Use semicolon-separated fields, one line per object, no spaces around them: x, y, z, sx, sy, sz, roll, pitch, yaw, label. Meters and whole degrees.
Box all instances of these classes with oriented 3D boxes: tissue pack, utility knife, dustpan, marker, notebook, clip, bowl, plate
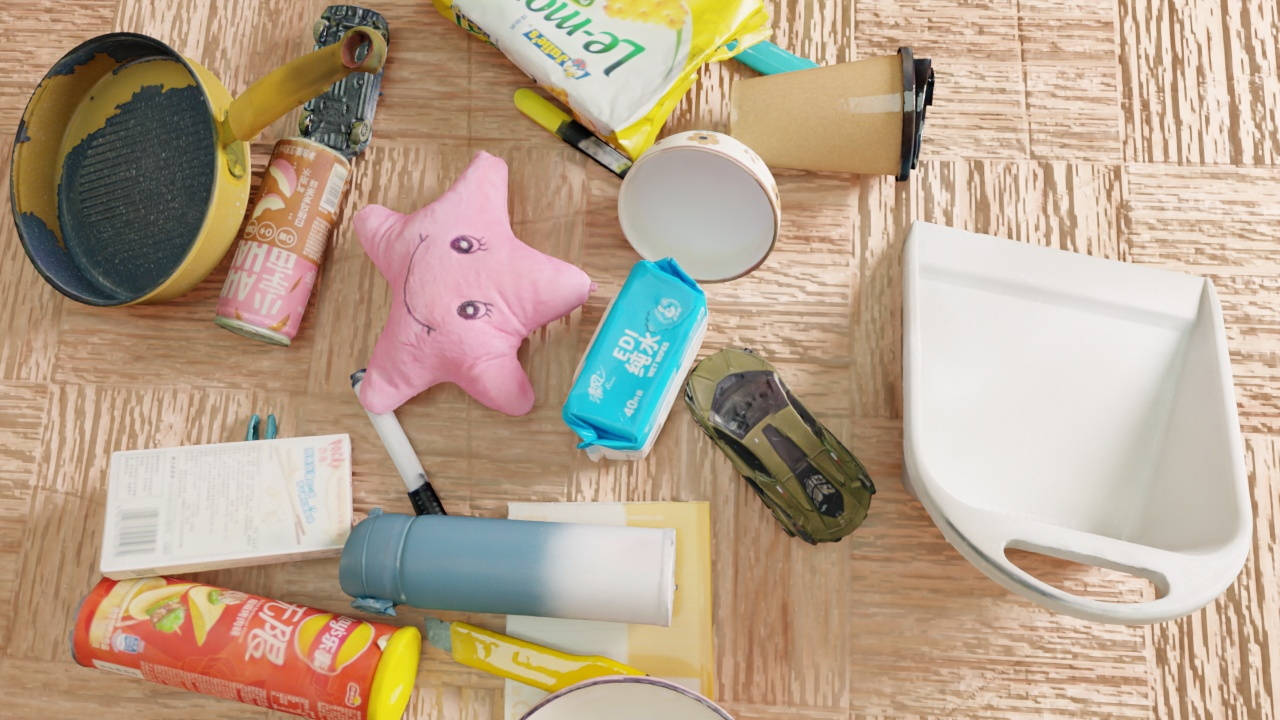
-0.004;0.004;0.628;0.063;0.090;0.140;25;81;9;tissue pack
-0.067;0.204;0.618;0.173;0.015;0.033;16;81;7;utility knife
0.274;0.029;0.583;0.223;0.143;0.257;12;81;5;dustpan
-0.045;-0.170;0.704;0.124;0.015;0.018;35;83;6;marker
-0.022;0.201;0.631;0.146;0.010;0.206;-1;79;4;notebook
0.084;-0.243;0.711;0.160;0.013;0.029;32;80;11;utility knife
-0.176;0.064;0.662;0.022;0.018;0.130;-29;79;-16;marker
-0.278;0.066;0.670;0.046;0.014;0.057;2;77;3;clip
0.046;-0.116;0.650;0.113;0.114;0.062;15;45;6;bowl
-0.007;0.289;0.584;0.192;0.039;0.192;0;93;4;plate

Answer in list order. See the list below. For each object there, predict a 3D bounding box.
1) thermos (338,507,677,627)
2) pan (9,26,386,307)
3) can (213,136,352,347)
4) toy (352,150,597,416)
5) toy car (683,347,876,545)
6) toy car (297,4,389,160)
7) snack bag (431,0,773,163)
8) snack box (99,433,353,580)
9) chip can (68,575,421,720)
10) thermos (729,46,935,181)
-0.086;0.139;0.609;0.220;0.070;0.070;2;79;5;thermos
-0.306;-0.152;0.629;0.358;0.078;0.197;-12;86;19;pan
-0.262;-0.087;0.677;0.058;0.058;0.147;14;80;6;can
-0.118;-0.056;0.653;0.178;0.074;0.194;-3;81;6;toy
0.094;0.057;0.638;0.070;0.042;0.158;-41;77;-6;toy car
-0.228;-0.215;0.712;0.054;0.037;0.120;11;90;5;toy car
-0.039;-0.270;0.690;0.246;0.068;0.158;42;85;14;snack bag
-0.279;0.098;0.629;0.156;0.027;0.084;-4;63;-13;snack box
-0.261;0.194;0.615;0.217;0.073;0.073;10;79;5;chip can
0.138;-0.174;0.661;0.143;0.093;0.093;1;79;12;thermos
